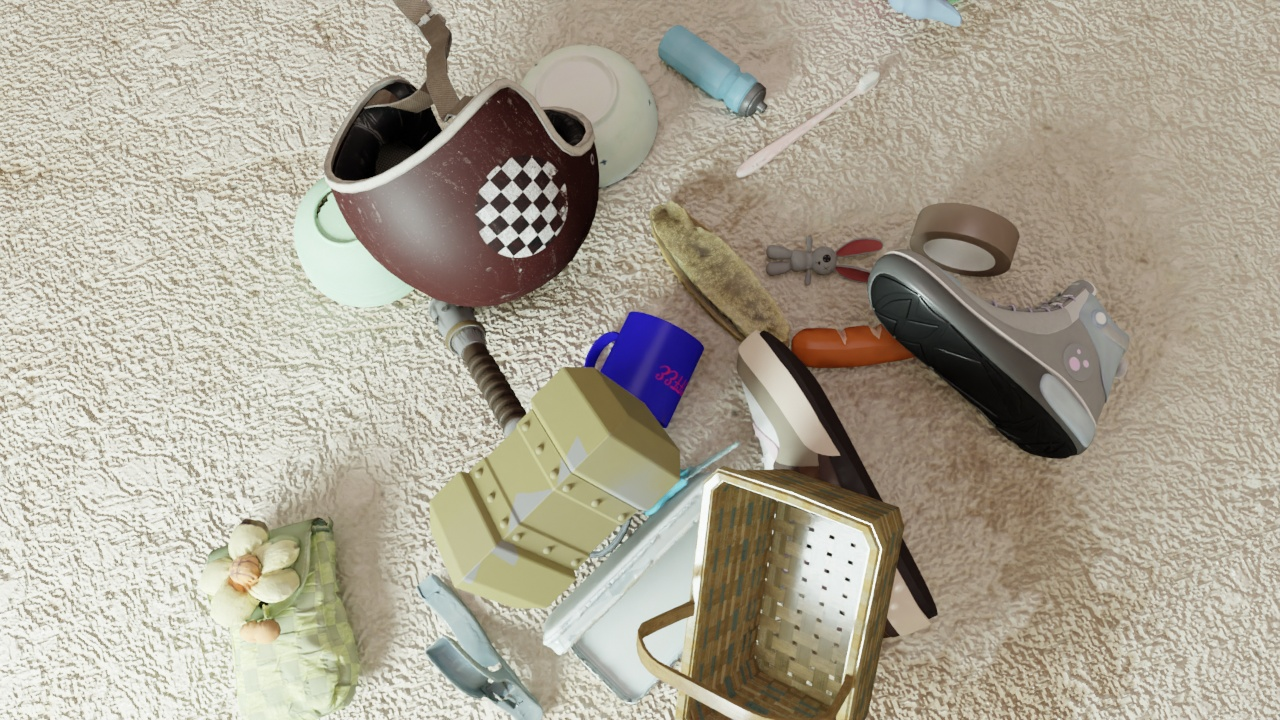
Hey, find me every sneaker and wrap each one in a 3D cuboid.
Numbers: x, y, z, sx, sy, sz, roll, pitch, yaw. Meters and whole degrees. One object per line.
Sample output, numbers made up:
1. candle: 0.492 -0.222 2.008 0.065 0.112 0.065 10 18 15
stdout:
1. sneaker: 0.143 0.119 0.827 0.116 0.111 0.293 -30 81 15
2. sneaker: 0.332 -0.042 0.825 0.256 0.093 0.160 42 72 -10

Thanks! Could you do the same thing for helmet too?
1. helmet: -0.160 -0.178 0.822 0.234 0.253 0.233 19 67 45

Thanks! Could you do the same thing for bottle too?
1. bottle: 0.078 -0.297 0.951 0.130 0.040 0.040 39 83 12

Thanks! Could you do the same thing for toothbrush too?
1. toothbrush: 0.172 -0.243 0.944 0.181 0.018 0.015 -36 76 -3

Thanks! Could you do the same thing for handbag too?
1. handbag: -0.324 0.231 0.823 0.113 0.117 0.186 -18 75 0

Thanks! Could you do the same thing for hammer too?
1. hammer: -0.124 0.035 0.816 0.190 0.100 0.324 -45 47 7

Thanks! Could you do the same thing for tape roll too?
1. tape roll: 0.304 -0.113 0.864 0.094 0.094 0.030 19 79 8

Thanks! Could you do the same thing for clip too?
1. clip: -0.149 0.256 0.787 0.031 0.164 0.169 -42 80 -5

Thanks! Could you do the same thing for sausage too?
1. sausage: 0.226 -0.019 0.875 0.164 0.039 0.044 -9 91 1

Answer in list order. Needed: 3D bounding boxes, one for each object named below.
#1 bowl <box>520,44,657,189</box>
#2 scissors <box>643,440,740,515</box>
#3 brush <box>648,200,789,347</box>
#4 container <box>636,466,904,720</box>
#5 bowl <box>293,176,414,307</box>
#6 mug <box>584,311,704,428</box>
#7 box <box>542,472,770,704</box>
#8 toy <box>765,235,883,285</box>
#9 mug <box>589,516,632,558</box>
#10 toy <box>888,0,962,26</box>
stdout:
1. bowl: -0.061 -0.258 0.937 0.153 0.073 0.153 -1 76 5
2. scissors: 0.044 0.101 0.823 0.015 0.137 0.055 42 43 -3
3. brush: 0.076 -0.082 0.900 0.059 0.043 0.195 -39 79 -5
4. container: 0.099 0.216 0.708 0.158 0.185 0.250 17 110 34
5. bowl: -0.283 -0.135 0.925 0.151 0.077 0.150 -1 77 3
6. mug: -0.005 0.005 0.876 0.111 0.079 0.083 18 78 37
7. box: 0.016 0.194 0.811 0.130 0.105 0.210 40 83 8
8. toy: 0.180 -0.098 0.903 0.112 0.030 0.049 1 106 7
9. mug: -0.053 0.114 0.849 0.117 0.081 0.111 34 85 11
10. toy: 0.254 -0.438 0.940 0.171 0.120 0.222 -5 76 -7
